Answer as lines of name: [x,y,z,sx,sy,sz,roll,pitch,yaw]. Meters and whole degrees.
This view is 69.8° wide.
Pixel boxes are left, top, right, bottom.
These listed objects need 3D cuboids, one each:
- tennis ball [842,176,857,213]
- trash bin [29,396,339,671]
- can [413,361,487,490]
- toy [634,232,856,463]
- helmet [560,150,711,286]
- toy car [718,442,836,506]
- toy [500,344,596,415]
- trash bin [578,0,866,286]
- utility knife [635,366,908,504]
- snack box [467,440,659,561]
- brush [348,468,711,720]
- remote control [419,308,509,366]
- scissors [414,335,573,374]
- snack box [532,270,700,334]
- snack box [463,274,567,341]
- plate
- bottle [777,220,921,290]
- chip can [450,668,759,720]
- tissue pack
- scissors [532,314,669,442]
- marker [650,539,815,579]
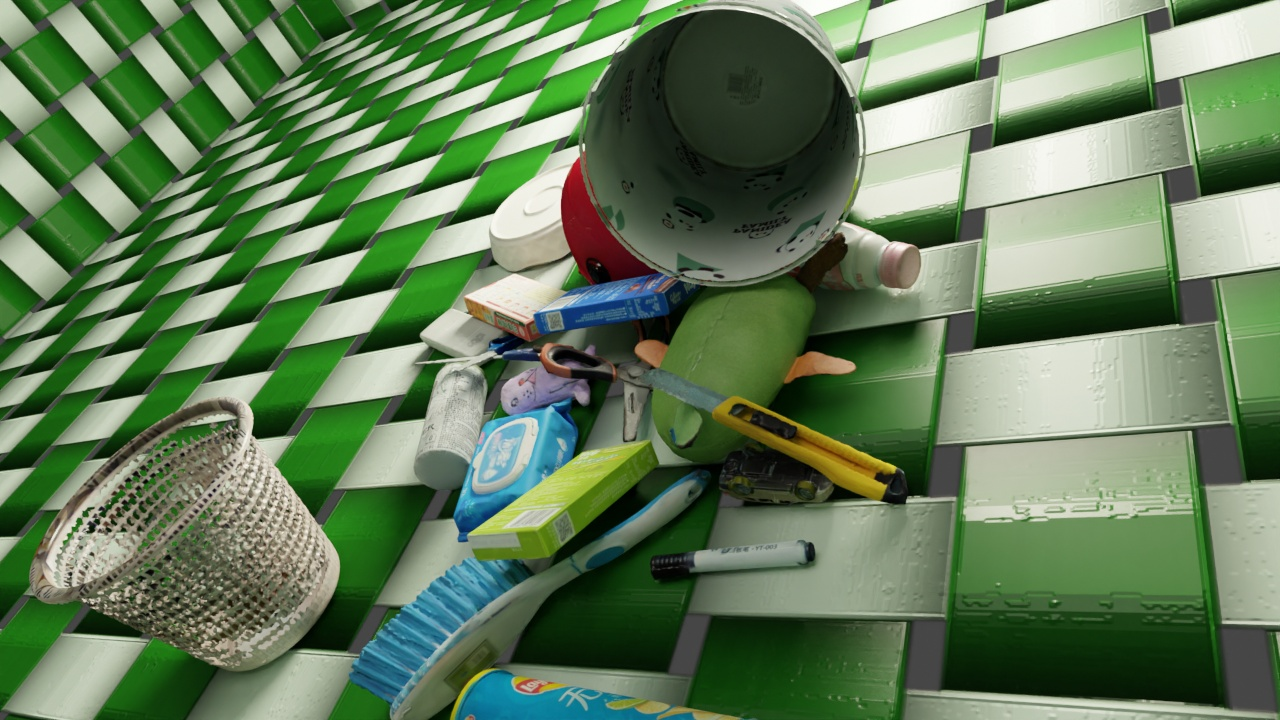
tennis ball: [0.190,-0.179,0.946,0.065,0.065,0.065,-21,35,16]
trash bin: [-0.399,0.178,0.859,0.228,0.192,0.227,-21,35,16]
can: [-0.196,0.065,0.958,0.058,0.058,0.146,-22,36,16]
toy: [0.085,-0.011,0.802,0.227,0.090,0.246,3,51,43]
helmet: [0.005,-0.182,1.036,0.206,0.144,0.240,-38,35,-11]
toy car: [0.107,0.090,0.704,0.091,0.035,0.042,-2,46,30]
toy: [-0.095,0.029,0.939,0.108,0.039,0.083,-16,39,15]
trash bin: [0.087,-0.222,0.833,0.230,0.230,0.251,-17,23,22]
utility knife: [0.095,0.052,0.681,0.219,0.015,0.033,24,57,15]
snack box: [-0.060,0.113,0.753,0.086,0.026,0.156,-14,13,39]
brush: [-0.085,0.176,0.742,0.314,0.060,0.109,-42,40,-17]
remote control: [-0.216,-0.028,1.124,0.058,0.021,0.150,-43,35,-20]
scissors: [-0.154,-0.007,0.995,0.162,0.012,0.175,0,13,6]
snack box: [-0.025,-0.061,0.951,0.157,0.026,0.084,-7,19,30]
snack box: [-0.140,-0.065,1.086,0.076,0.027,0.156,-28,29,-27]
plate: [-0.121,-0.204,1.248,0.205,0.045,0.204,-22,35,17]
bottle: [0.168,-0.102,0.870,0.197,0.068,0.068,18,58,45]
chip can: [-0.023,0.246,0.581,0.211,0.071,0.071,-4,43,36]
tissue pack: [-0.115,0.098,0.853,0.095,0.052,0.156,-18,37,25]
scissors: [-0.009,0.005,0.896,0.226,0.015,0.188,19,43,32]
marker: [0.066,0.148,0.680,0.131,0.018,0.022,-12,31,29]
